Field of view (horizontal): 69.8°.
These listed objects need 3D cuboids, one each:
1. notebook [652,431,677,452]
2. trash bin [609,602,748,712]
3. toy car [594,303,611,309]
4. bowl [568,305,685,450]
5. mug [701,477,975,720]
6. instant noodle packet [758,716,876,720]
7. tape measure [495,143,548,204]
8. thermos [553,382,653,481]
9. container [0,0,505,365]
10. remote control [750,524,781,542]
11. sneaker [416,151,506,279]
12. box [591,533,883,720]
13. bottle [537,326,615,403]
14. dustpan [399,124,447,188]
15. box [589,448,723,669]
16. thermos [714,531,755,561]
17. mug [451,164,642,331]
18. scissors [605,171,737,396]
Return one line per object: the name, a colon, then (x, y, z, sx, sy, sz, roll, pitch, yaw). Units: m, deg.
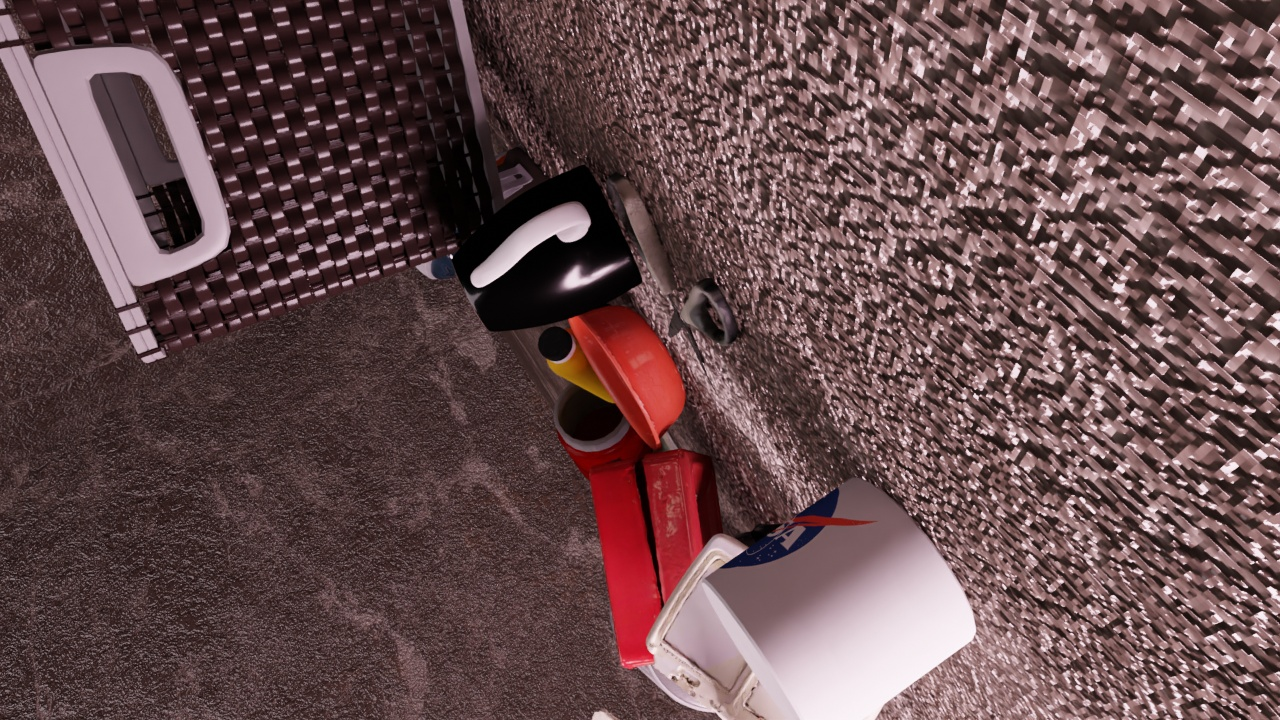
notebook: (-0.016, 0.044, 1.040, 0.182, 0.010, 0.253, 58, 171, -4)
trash bin: (0.057, 0.254, 0.906, 0.156, 0.156, 0.183, 57, 169, 2)
toy car: (-0.063, -0.065, 0.785, 0.100, 0.048, 0.051, 54, 171, 24)
bowl: (-0.004, 0.004, 0.712, 0.130, 0.045, 0.131, 56, 171, 13)
mug: (0.092, 0.122, 0.448, 0.091, 0.090, 0.121, 55, 171, 15)
instant noodle packet: (0.163, 0.363, 0.855, 0.221, 0.032, 0.160, -144, 63, -67)
tape measure: (-0.102, -0.135, 0.729, 0.058, 0.058, 0.038, 51, 170, 22)
thermos: (-0.025, 0.105, 0.963, 0.199, 0.084, 0.108, 68, -177, -59)
container: (-0.255, -0.181, 0.633, 0.245, 0.243, 0.248, -135, 31, -55)
remote control: (0.125, 0.167, 0.635, 0.047, 0.022, 0.150, 8, 135, 47)
sneaker: (-0.151, -0.117, 0.887, 0.087, 0.089, 0.236, 52, 154, -4)
box: (0.047, 0.210, 0.543, 0.143, 0.187, 0.105, 30, 175, 26)
bottle: (-0.047, 0.003, 0.819, 0.043, 0.043, 0.143, 54, -172, 24)
dustpan: (-0.234, -0.230, 1.051, 0.236, 0.080, 0.273, 55, 171, 18)
box: (0.020, 0.153, 0.724, 0.129, 0.087, 0.157, 46, -144, -74)
thermos: (0.115, 0.232, 0.740, 0.068, 0.068, 0.230, 48, 163, 49)
mug: (-0.062, -0.064, 0.558, 0.085, 0.100, 0.119, 63, 179, 4)
scissors: (0.023, -0.037, 0.534, 0.171, 0.012, 0.157, 60, 173, -20)
